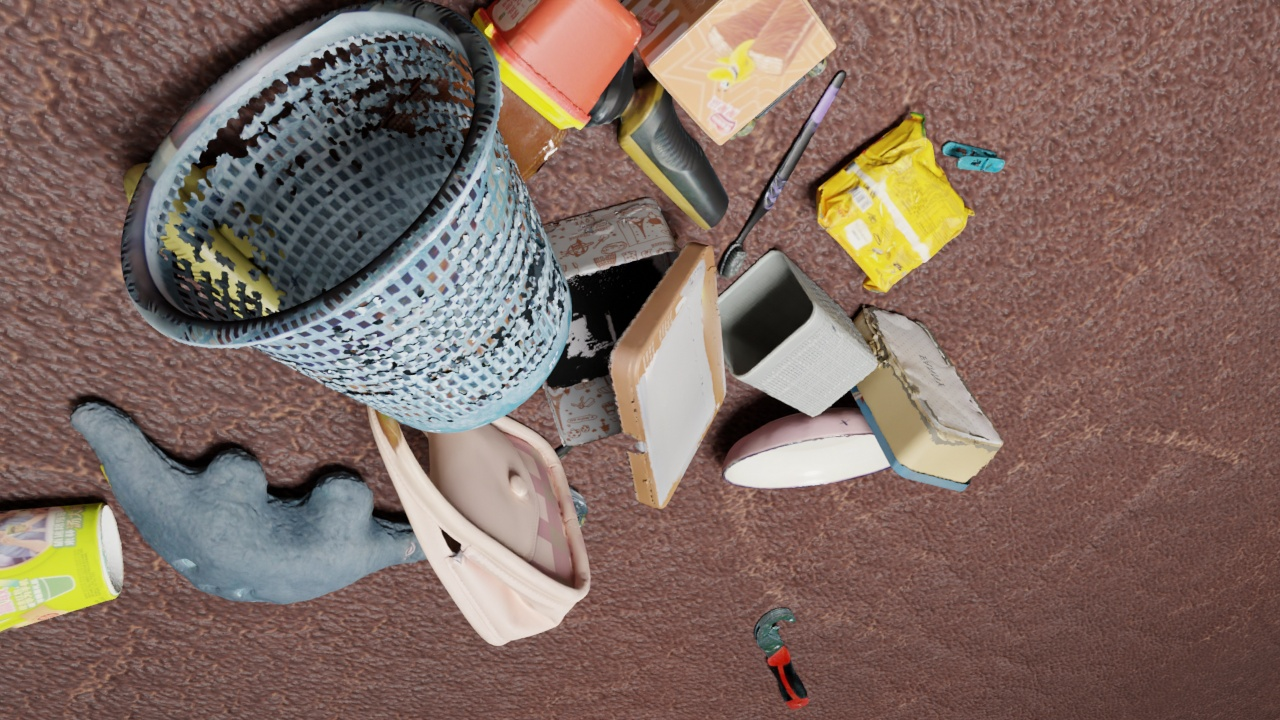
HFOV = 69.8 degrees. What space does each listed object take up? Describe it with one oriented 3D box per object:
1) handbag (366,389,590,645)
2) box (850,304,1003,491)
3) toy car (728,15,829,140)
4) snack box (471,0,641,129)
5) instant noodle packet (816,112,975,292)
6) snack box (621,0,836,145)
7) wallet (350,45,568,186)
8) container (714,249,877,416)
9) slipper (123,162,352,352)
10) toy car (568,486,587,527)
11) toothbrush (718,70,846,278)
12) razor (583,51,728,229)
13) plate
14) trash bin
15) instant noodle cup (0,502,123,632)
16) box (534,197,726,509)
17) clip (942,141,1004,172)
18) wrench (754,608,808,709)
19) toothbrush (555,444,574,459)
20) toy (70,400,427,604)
[{"bbox_3d":[-0.142,0.095,0.733,0.093,0.193,0.234,-31,128,8],"label":"handbag"},{"bbox_3d":[0.239,0.033,0.800,0.089,0.184,0.061,16,127,-24],"label":"box"},{"bbox_3d":[0.083,-0.200,0.640,0.106,0.031,0.049,-39,130,16],"label":"toy car"},{"bbox_3d":[-0.051,-0.200,0.560,0.080,0.091,0.082,-46,130,15],"label":"snack box"},{"bbox_3d":[0.203,-0.123,0.741,0.111,0.044,0.128,-41,134,10],"label":"instant noodle packet"},{"bbox_3d":[0.051,-0.210,0.579,0.094,0.092,0.077,-39,131,17],"label":"snack box"},{"bbox_3d":[-0.123,-0.146,0.623,0.125,0.032,0.101,-41,130,22],"label":"wallet"},{"bbox_3d":[0.133,-0.018,0.785,0.090,0.090,0.114,-42,133,21],"label":"container"},{"bbox_3d":[-0.258,-0.069,0.627,0.081,0.092,0.190,-53,127,-23],"label":"slipper"},{"bbox_3d":[-0.094,0.157,0.907,0.091,0.034,0.043,-37,134,19],"label":"toy car"},{"bbox_3d":[0.109,-0.139,0.717,0.014,0.016,0.189,12,125,-27],"label":"toothbrush"},{"bbox_3d":[0.013,-0.150,0.657,0.068,0.062,0.167,-8,148,32],"label":"razor"},{"bbox_3d":[0.172,0.082,0.886,0.192,0.039,0.193,-6,159,-2],"label":"plate"},{"bbox_3d":[-0.146,-0.061,0.550,0.227,0.226,0.195,-26,145,6],"label":"trash bin"},{"bbox_3d":[-0.493,0.166,0.742,0.123,0.111,0.112,-9,133,-20],"label":"instant noodle cup"},{"bbox_3d":[-0.003,0.005,0.698,0.153,0.177,0.183,-15,134,-3],"label":"box"},{"bbox_3d":[0.271,-0.164,0.743,0.056,0.040,0.014,2,132,-29],"label":"clip"},{"bbox_3d":[0.196,0.413,1.247,0.056,0.016,0.274,-19,133,0],"label":"wrench"},{"bbox_3d":[-0.074,0.089,0.865,0.181,0.018,0.015,-38,134,18],"label":"toothbrush"},{"bbox_3d":[-0.318,0.144,0.795,0.356,0.091,0.138,24,92,-35],"label":"toy"}]
